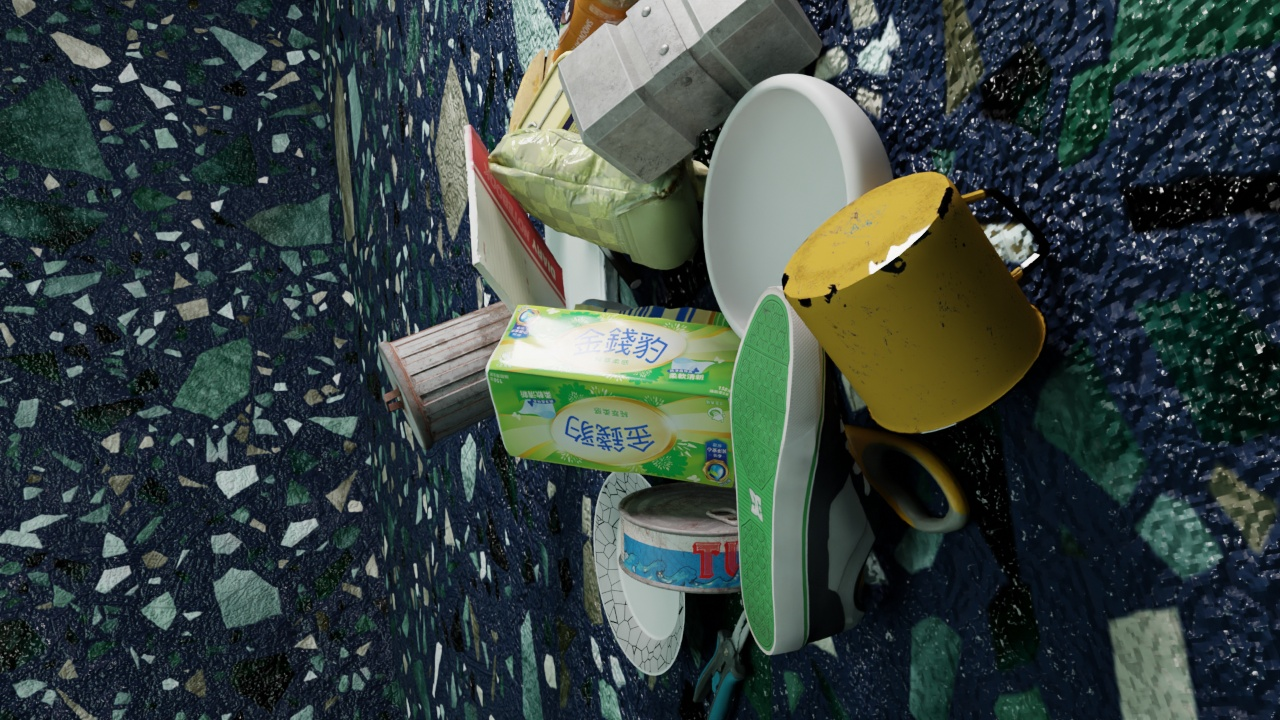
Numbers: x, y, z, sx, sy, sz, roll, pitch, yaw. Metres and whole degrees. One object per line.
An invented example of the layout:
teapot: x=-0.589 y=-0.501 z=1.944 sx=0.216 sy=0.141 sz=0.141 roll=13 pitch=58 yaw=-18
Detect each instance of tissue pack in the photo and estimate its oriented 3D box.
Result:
tissue pack: x=-0.005 y=0.004 z=0.727 sx=0.120 sy=0.198 sz=0.141 roll=93 pitch=-168 yaw=-45

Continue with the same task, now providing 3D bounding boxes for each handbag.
handbag: x=-0.025 y=-0.158 z=0.767 sx=0.116 sy=0.186 sz=0.113 roll=-64 pitch=-20 yaw=-17

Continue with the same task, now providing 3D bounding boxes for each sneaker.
sneaker: x=0.106 y=0.066 z=0.560 sx=0.084 sy=0.079 sz=0.235 roll=-129 pitch=34 yaw=-66

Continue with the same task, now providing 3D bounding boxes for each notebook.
notebook: x=-0.102 y=-0.082 z=0.800 sx=0.209 sy=0.012 sz=0.152 roll=60 pitch=-163 yaw=-55

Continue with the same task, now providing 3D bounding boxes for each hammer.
hammer: x=-0.003 y=-0.305 z=0.698 sx=0.163 sy=0.082 sz=0.317 roll=-33 pitch=58 yaw=23

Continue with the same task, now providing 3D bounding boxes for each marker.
marker: x=-0.037 y=-0.121 z=0.926 sx=0.124 sy=0.017 sz=0.021 roll=54 pitch=172 yaw=23

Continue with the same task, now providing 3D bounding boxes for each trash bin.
trash bin: x=-0.192 y=0.008 z=1.054 sx=0.130 sy=0.210 sz=0.131 roll=54 pitch=159 yaw=33

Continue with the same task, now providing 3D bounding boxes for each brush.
brush: x=-0.119 y=-0.257 z=1.038 sx=0.043 sy=0.059 sz=0.195 roll=144 pitch=135 yaw=-78

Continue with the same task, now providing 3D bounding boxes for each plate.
plate: x=0.002 y=0.194 z=0.855 sx=0.189 sy=0.016 sz=0.188 roll=17 pitch=109 yaw=62

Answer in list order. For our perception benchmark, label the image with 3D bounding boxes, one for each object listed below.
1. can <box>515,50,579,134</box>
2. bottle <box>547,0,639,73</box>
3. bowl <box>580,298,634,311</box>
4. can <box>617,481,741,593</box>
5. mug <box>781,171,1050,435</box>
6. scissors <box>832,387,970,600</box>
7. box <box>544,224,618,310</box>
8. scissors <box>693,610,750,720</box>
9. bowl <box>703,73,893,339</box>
can: x=-0.051 y=-0.217 z=0.844 sx=0.116 sy=0.092 sz=0.056 roll=-52 pitch=52 yaw=27
bottle: x=-0.054 y=-0.328 z=0.916 sx=0.167 sy=0.059 sz=0.059 roll=142 pitch=120 yaw=-61
bowl: x=-0.010 y=0.015 z=0.860 sx=0.151 sy=0.074 sz=0.150 roll=175 pitch=90 yaw=-65
can: x=0.048 y=0.129 z=0.686 sx=0.130 sy=0.129 sz=0.044 roll=-164 pitch=72 yaw=-64
mug: x=0.144 y=-0.038 z=0.464 sx=0.094 sy=0.124 sz=0.100 roll=49 pitch=-174 yaw=-20
scissors: x=0.140 y=0.063 z=0.613 sx=0.217 sy=0.016 sz=0.225 roll=157 pitch=107 yaw=-64
box: x=-0.074 y=-0.130 z=1.030 sx=0.189 sy=0.037 sz=0.209 roll=10 pitch=102 yaw=61
scissors: x=0.073 y=0.272 z=0.786 sx=0.127 sy=0.019 sz=0.143 roll=165 pitch=106 yaw=-70
bowl: x=0.110 y=-0.091 z=0.593 sx=0.177 sy=0.066 sz=0.176 roll=175 pitch=90 yaw=-65
